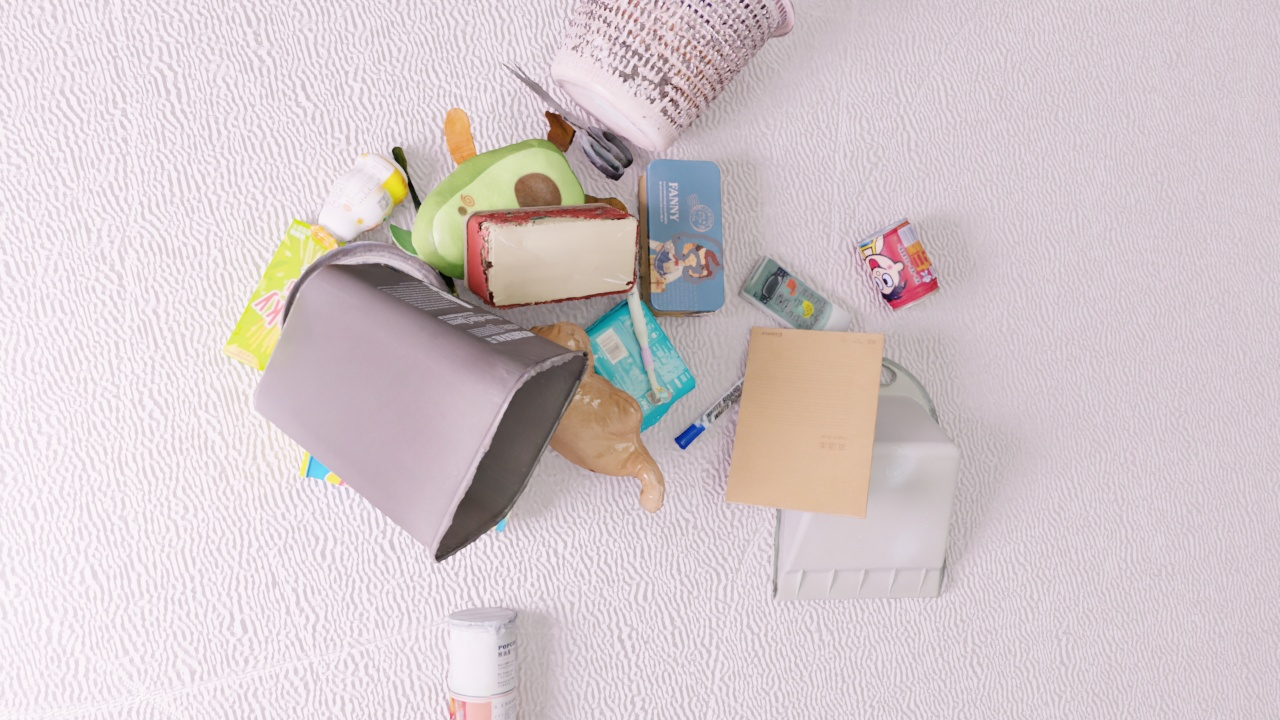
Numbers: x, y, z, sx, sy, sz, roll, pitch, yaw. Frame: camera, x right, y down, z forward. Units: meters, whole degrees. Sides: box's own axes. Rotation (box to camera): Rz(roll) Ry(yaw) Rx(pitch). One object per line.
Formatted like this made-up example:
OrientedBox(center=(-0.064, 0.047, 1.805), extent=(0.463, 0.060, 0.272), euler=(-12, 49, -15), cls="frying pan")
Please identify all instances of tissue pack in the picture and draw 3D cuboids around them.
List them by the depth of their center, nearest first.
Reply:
OrientedBox(center=(-0.006, 0.006, 1.008), extent=(0.093, 0.050, 0.133), euler=(-36, 95, -15), cls="tissue pack")

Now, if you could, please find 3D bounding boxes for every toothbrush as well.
OrientedBox(center=(0.000, -0.046, 0.978), extent=(0.020, 0.029, 0.189), euler=(-16, 86, 24), cls="toothbrush")
OrientedBox(center=(-0.229, -0.140, 0.984), extent=(0.012, 0.017, 0.186), euler=(-22, 94, -16), cls="toothbrush")

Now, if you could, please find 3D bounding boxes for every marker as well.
OrientedBox(center=(0.096, 0.048, 1.047), extent=(0.145, 0.017, 0.017), euler=(-41, 96, -12), cls="marker")

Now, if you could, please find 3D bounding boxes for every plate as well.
OrientedBox(center=(-0.276, -0.032, 0.944), extent=(0.179, 0.024, 0.179), euler=(-4, 100, -26), cls="plate")

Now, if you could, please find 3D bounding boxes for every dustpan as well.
OrientedBox(center=(0.259, 0.135, 1.084), extent=(0.222, 0.142, 0.258), euler=(2, 115, -13), cls="dustpan")

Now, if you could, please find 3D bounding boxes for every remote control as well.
OrientedBox(center=(0.182, -0.064, 1.072), extent=(0.135, 0.019, 0.056), euler=(34, 80, -9), cls="remote control")

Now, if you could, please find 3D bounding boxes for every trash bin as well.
OrientedBox(center=(-0.196, 0.028, 0.827), extent=(0.220, 0.198, 0.199), euler=(31, 102, 10), cls="trash bin")
OrientedBox(center=(0.017, -0.338, 0.964), extent=(0.227, 0.227, 0.192), euler=(33, 92, -9), cls="trash bin")

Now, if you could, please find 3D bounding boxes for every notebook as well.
OrientedBox(center=(0.181, 0.062, 1.000), extent=(0.150, 0.012, 0.211), euler=(4, 67, 20), cls="notebook")

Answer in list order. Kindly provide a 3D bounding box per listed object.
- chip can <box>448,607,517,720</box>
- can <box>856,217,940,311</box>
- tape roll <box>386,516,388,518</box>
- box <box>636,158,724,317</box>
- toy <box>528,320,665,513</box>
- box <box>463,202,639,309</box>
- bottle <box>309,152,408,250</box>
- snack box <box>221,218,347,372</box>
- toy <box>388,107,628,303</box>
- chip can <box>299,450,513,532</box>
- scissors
OrientedBox(center=(-0.161, 0.368, 0.940), extent=(0.071, 0.071, 0.214), euler=(0, 87, -13), cls="chip can")
OrientedBox(center=(0.304, -0.112, 1.079), extent=(0.066, 0.066, 0.094), euler=(-29, 94, -13), cls="can")
OrientedBox(center=(-0.213, 0.165, 0.931), extent=(0.085, 0.086, 0.014), euler=(19, 81, -12), cls="tape roll")
OrientedBox(center=(0.044, -0.140, 1.024), extent=(0.089, 0.061, 0.184), euler=(-3, 89, -14), cls="box")
OrientedBox(center=(-0.053, 0.062, 0.954), extent=(0.082, 0.144, 0.226), euler=(-41, 98, -32), cls="toy")
OrientedBox(center=(-0.083, -0.106, 0.909), extent=(0.168, 0.080, 0.091), euler=(-10, 114, -31), cls="box")
OrientedBox(center=(-0.289, -0.160, 0.937), extent=(0.063, 0.063, 0.108), euler=(39, 66, -8), cls="bottle")
OrientedBox(center=(-0.351, -0.058, 0.944), extent=(0.085, 0.026, 0.156), euler=(27, 82, -10), cls="snack box")
OrientedBox(center=(-0.134, -0.163, 0.963), extent=(0.246, 0.090, 0.227), euler=(-35, 98, -25), cls="toy")
OrientedBox(center=(-0.232, 0.115, 0.939), extent=(0.210, 0.071, 0.071), euler=(19, 82, -12), cls="chip can")
OrientedBox(center=(-0.076, -0.267, 1.008), extent=(0.146, 0.014, 0.172), euler=(-4, 58, -49), cls="scissors")
